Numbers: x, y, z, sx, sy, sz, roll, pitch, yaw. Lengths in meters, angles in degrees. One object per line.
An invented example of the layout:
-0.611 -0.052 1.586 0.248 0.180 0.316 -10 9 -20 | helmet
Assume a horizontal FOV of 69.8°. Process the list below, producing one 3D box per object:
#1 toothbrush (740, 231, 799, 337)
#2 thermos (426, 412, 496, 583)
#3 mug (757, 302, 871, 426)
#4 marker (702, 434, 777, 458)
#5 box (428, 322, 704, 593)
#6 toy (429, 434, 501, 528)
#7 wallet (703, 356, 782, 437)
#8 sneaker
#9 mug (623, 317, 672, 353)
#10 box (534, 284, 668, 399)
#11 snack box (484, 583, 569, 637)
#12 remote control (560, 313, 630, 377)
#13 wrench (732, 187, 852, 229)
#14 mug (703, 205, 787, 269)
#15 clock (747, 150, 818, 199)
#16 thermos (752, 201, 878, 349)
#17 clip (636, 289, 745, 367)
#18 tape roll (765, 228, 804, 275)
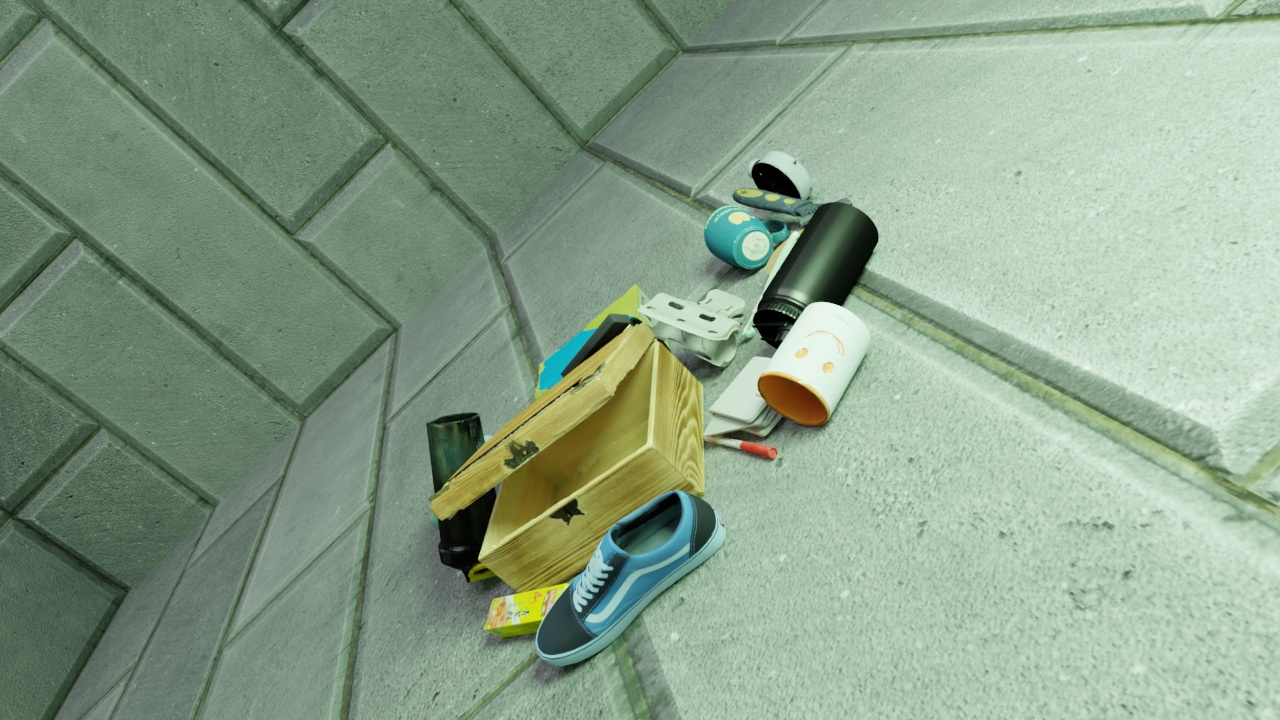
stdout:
0.165 -0.095 1.165 0.015 0.022 0.155 48 125 40 | toothbrush
-0.234 0.184 1.233 0.098 0.221 0.098 -7 7 1 | thermos
0.183 0.004 0.961 0.082 0.082 0.105 -9 40 57 | mug
0.109 0.094 1.027 0.012 0.013 0.142 -51 22 -15 | marker
-0.080 0.099 1.131 0.280 0.192 0.250 -38 20 23 | box
-0.248 0.185 1.392 0.223 0.120 0.170 -17 44 52 | toy
0.125 0.050 1.045 0.115 0.037 0.118 -49 18 -10 | wallet
-0.033 0.211 0.930 0.241 0.098 0.083 -41 40 10 | sneaker
-0.008 0.007 1.273 0.098 0.118 0.082 -45 57 16 | mug
-0.063 -0.007 1.443 0.221 0.079 0.124 -41 22 17 | box
-0.125 0.290 1.059 0.148 0.029 0.040 -24 42 43 | snack box
-0.060 -0.015 1.199 0.137 0.032 0.015 -48 53 39 | remote control
0.215 -0.227 1.340 0.073 0.022 0.273 -36 29 -13 | wrench
0.163 -0.183 1.359 0.112 0.084 0.104 -17 24 -9 | mug
0.211 -0.275 1.401 0.035 0.094 0.123 -46 26 -13 | clock
0.202 -0.089 1.087 0.086 0.086 0.198 -10 40 56 | thermos
0.077 -0.040 1.219 0.151 0.126 0.101 -11 -58 -57 | clip
0.215 -0.139 1.236 0.094 0.027 0.093 -38 22 18 | tape roll
